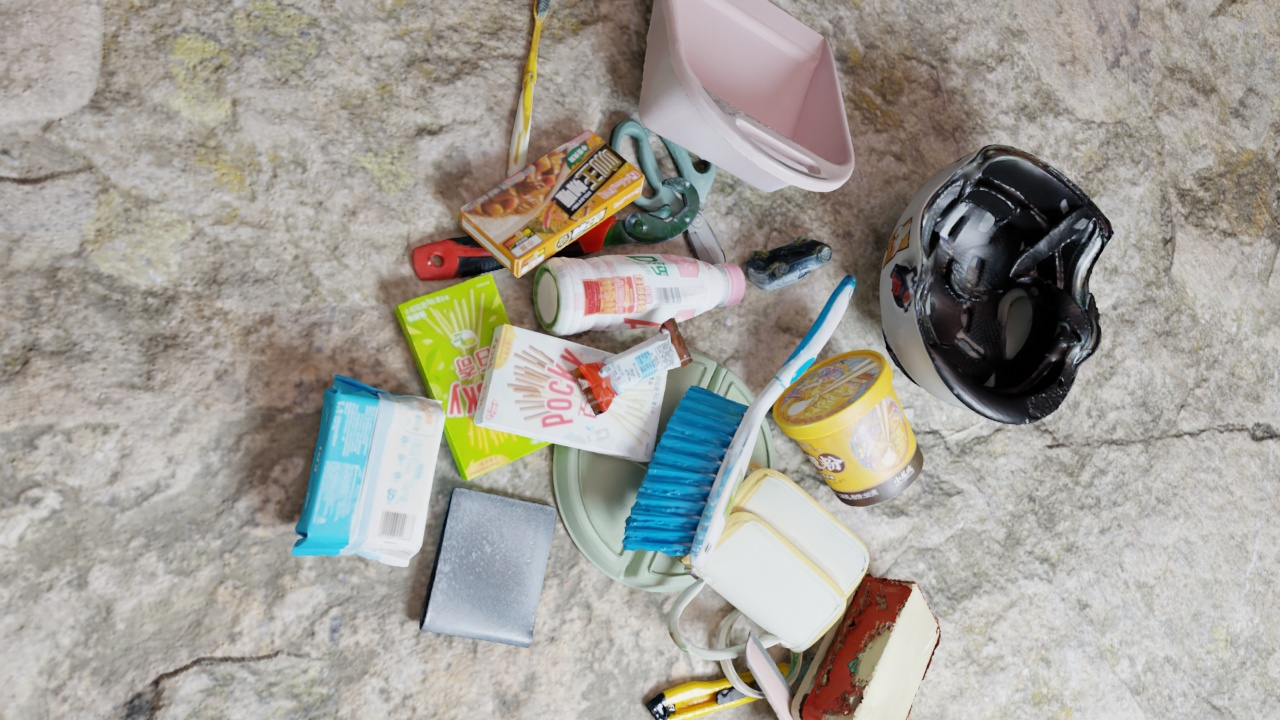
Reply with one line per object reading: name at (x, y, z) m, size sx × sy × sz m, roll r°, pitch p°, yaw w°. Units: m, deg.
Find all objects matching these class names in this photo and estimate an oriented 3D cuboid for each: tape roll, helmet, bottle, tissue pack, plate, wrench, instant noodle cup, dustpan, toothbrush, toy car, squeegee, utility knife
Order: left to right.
tissue pack at (-0.210, 0.087, 0.713) m, size 0.090 × 0.063 × 0.140 m, roll 13°, pitch 81°, yaw -25°
toothbrush at (-0.099, -0.248, 0.824) m, size 0.016 × 0.018 × 0.191 m, roll 11°, pitch 80°, yaw -22°
wrench at (-0.067, -0.112, 0.818) m, size 0.273 × 0.016 × 0.056 m, roll -17°, pitch 92°, yaw -20°
bottle at (0.004, -0.064, 0.829) m, size 0.196 × 0.068 × 0.068 m, roll -7°, pitch 88°, yaw -29°
plate at (0.030, 0.098, 0.844) m, size 0.230 × 0.028 × 0.230 m, roll 2°, pitch 84°, yaw -24°
squeegee at (0.075, 0.410, 0.811) m, size 0.249 × 0.040 × 0.248 m, roll -40°, pitch 117°, yaw -15°
utility knife at (0.094, 0.305, 0.858) m, size 0.195 × 0.015 × 0.033 m, roll -6°, pitch 89°, yaw -26°
tape roll at (0.113, 0.271, 0.861) m, size 0.085 × 0.014 × 0.085 m, roll 9°, pitch 68°, yaw -23°
dustpan at (0.116, -0.271, 0.847) m, size 0.222 × 0.139 × 0.273 m, roll 19°, pitch 74°, yaw -26°
toy car at (0.149, -0.097, 0.912) m, size 0.090 × 0.043 × 0.034 m, roll -23°, pitch 121°, yaw -22°
instant noodle cup at (0.206, 0.068, 0.884) m, size 0.118 × 0.119 × 0.114 m, roll -42°, pitch 110°, yaw -23°
helmet at (0.335, -0.072, 0.932) m, size 0.230 × 0.157 × 0.274 m, roll 16°, pitch 82°, yaw -19°

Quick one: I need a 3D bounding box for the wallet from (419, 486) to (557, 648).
wallet at (-0.125, 0.173, 0.770) m, size 0.097 × 0.019 × 0.120 m, roll 17°, pitch 76°, yaw -25°

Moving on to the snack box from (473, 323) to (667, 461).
snack box at (-0.056, 0.030, 0.781) m, size 0.156 × 0.027 × 0.084 m, roll 15°, pitch 78°, yaw -23°

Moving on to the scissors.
scissors at (0.053, -0.172, 0.888) m, size 0.185 × 0.019 × 0.131 m, roll 46°, pitch 69°, yaw -15°

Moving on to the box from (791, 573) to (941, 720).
box at (0.221, 0.289, 0.858) m, size 0.167 × 0.080 × 0.091 m, roll -52°, pitch 122°, yaw -33°

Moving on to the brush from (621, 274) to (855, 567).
brush at (0.092, 0.040, 0.808) m, size 0.109 × 0.060 × 0.313 m, roll 15°, pitch 65°, yaw 21°

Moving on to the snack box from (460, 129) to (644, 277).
snack box at (-0.075, -0.139, 0.797) m, size 0.075 × 0.026 × 0.153 m, roll 42°, pitch 61°, yaw 17°

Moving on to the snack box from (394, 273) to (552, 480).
snack box at (-0.139, 0.013, 0.774) m, size 0.085 × 0.026 × 0.156 m, roll -22°, pitch 95°, yaw -24°

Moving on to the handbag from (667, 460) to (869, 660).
handbag at (0.108, 0.200, 0.827) m, size 0.163 × 0.063 × 0.178 m, roll 41°, pitch 75°, yaw -19°

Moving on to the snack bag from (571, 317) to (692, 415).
snack bag at (-0.005, 0.005, 0.777) m, size 0.104 × 0.026 × 0.048 m, roll -31°, pitch 104°, yaw -26°
